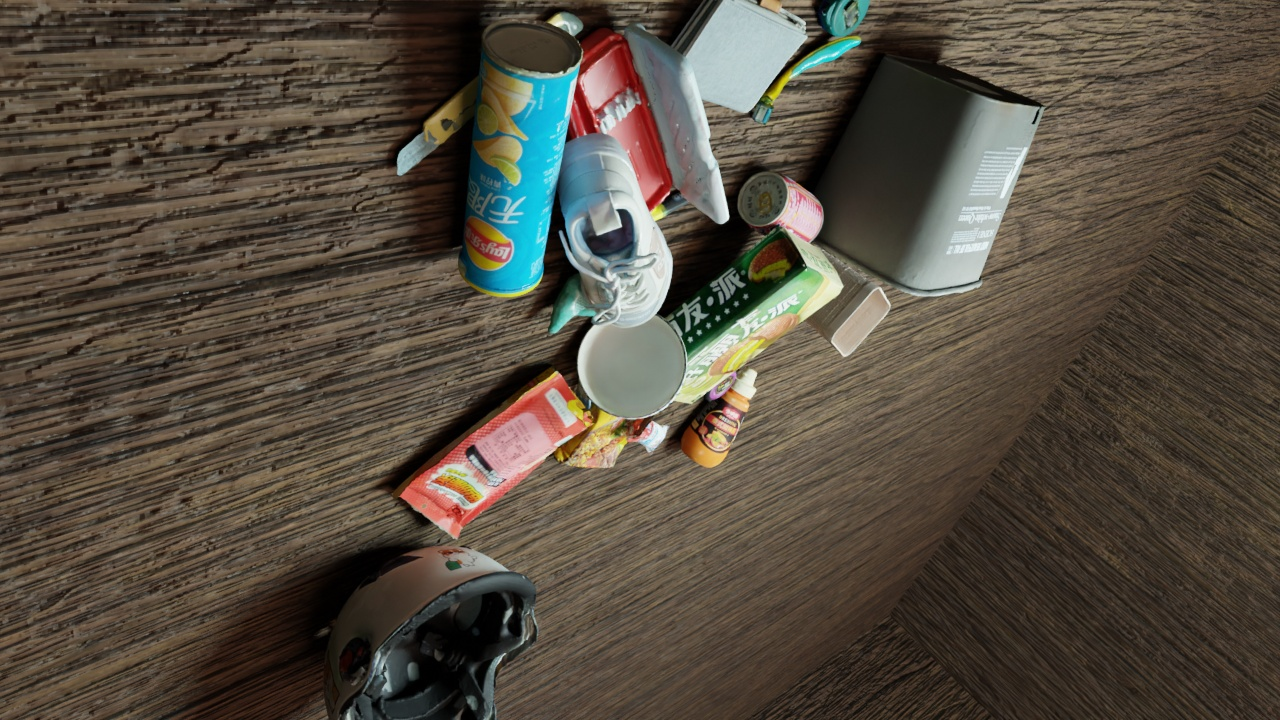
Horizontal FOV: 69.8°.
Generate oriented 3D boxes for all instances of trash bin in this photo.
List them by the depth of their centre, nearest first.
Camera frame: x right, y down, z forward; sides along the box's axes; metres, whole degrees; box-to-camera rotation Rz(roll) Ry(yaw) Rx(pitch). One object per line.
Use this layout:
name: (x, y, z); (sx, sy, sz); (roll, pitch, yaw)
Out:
trash bin: (0.326, -0.214, 1.052); (0.198, 0.198, 0.220); (-11, 130, -44)

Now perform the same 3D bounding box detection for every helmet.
helmet: (-0.245, 0.304, 1.002); (0.229, 0.157, 0.274); (-2, 119, -48)

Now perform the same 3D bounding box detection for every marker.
marker: (0.030, -0.157, 0.913); (0.123, 0.018, 0.015); (-30, 152, -27)

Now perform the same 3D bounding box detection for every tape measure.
tape measure: (0.200, -0.343, 0.890); (0.058, 0.025, 0.054); (-45, 149, 1)
tape measure: (0.094, 0.022, 1.195); (0.057, 0.039, 0.058); (-40, 155, -9)

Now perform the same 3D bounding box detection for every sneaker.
sneaker: (-0.015, -0.083, 0.800); (0.089, 0.090, 0.242); (-16, 149, 2)

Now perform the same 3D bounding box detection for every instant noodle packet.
instant noodle packet: (-0.034, 0.073, 1.094); (0.128, 0.044, 0.110); (-53, 154, 13)

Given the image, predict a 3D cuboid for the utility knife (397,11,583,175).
utility knife: (-0.115, -0.203, 0.685); (0.182, 0.019, 0.031); (-38, 145, -4)

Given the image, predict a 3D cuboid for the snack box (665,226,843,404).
snack box: (0.103, -0.044, 1.039); (0.241, 0.063, 0.114); (-38, 154, 22)

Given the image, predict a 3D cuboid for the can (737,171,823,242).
can: (0.154, -0.166, 1.008); (0.067, 0.066, 0.093); (-54, 150, 15)

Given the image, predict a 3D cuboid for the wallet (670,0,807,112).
wallet: (0.082, -0.278, 0.813); (0.129, 0.037, 0.107); (-2, 139, -49)

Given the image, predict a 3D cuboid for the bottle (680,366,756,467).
bottle: (0.115, 0.074, 1.269); (0.066, 0.067, 0.149); (17, 107, -57)

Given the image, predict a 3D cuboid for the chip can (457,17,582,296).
chip can: (-0.096, -0.146, 0.696); (0.071, 0.071, 0.211); (-25, 150, -32)

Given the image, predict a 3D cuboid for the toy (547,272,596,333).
toy: (-0.048, -0.069, 0.917); (0.091, 0.030, 0.096); (0, 120, -58)

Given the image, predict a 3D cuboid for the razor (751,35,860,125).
razor: (0.165, -0.286, 0.912); (0.132, 0.028, 0.043); (-38, 173, -6)

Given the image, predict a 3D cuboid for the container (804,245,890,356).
container: (0.245, -0.080, 1.184); (0.090, 0.111, 0.090); (-49, 150, 6)

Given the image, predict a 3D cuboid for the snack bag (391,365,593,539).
snack bag: (-0.149, 0.099, 0.968); (0.208, 0.073, 0.128); (-38, 146, -3)

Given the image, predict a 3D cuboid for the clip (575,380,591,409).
clip: (-0.059, 0.027, 1.023); (0.037, 0.026, 0.058); (-27, 141, -42)

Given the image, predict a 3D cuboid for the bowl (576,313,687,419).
bowl: (-0.006, 0.006, 0.984); (0.116, 0.116, 0.066); (-46, 170, 1)

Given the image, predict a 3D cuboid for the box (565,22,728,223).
box: (0.003, -0.177, 0.775); (0.094, 0.100, 0.201); (-42, 149, -9)

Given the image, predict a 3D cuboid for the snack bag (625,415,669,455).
snack bag: (0.009, 0.088, 1.101); (0.045, 0.026, 0.105); (-57, 159, -3)
